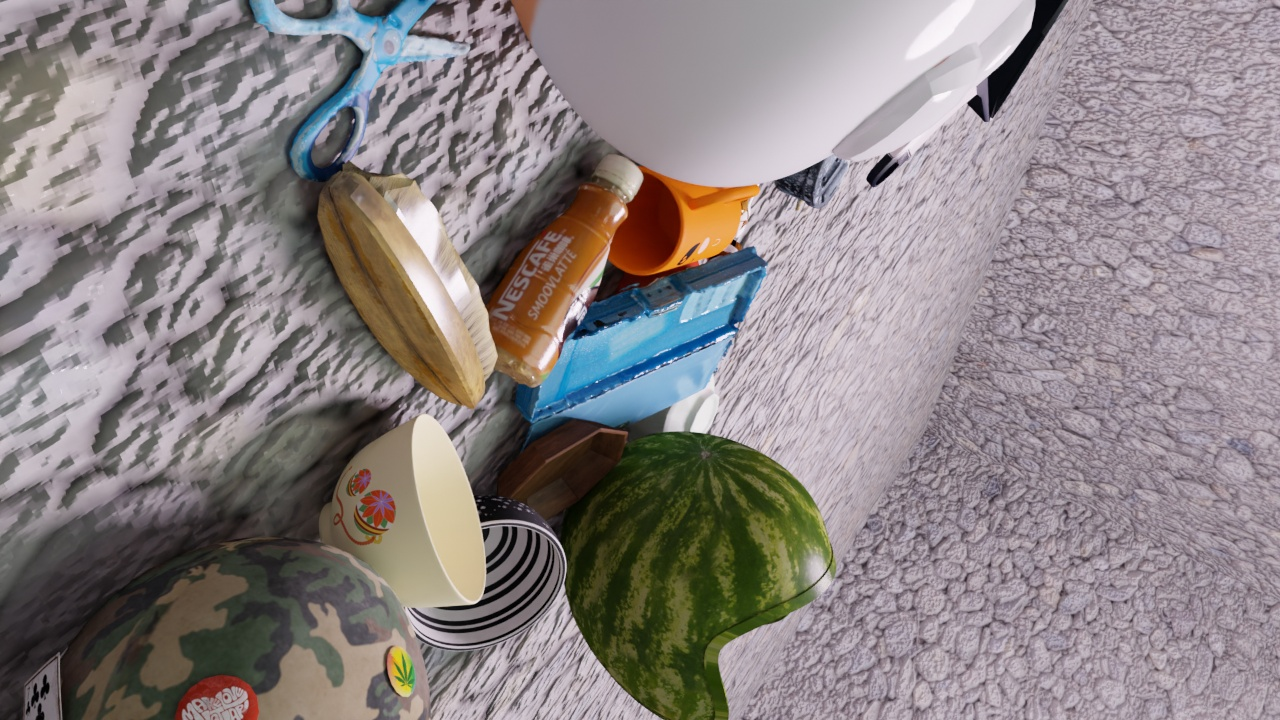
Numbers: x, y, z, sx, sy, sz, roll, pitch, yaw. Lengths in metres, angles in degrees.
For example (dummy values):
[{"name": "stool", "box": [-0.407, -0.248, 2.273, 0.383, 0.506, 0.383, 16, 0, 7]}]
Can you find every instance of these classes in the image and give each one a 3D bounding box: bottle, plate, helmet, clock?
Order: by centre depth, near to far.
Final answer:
[{"name": "helmet", "box": [-0.192, 0.205, 0.429, 0.224, 0.193, 0.236, -7, 95, -78]}, {"name": "bottle", "box": [-0.051, -0.065, 0.617, 0.167, 0.059, 0.059, -60, 157, -13]}, {"name": "plate", "box": [-0.069, 0.090, 0.745, 0.131, 0.025, 0.131, -34, 158, -16]}, {"name": "helmet", "box": [0.043, 0.180, 0.842, 0.212, 0.243, 0.248, -38, 152, -50]}, {"name": "clock", "box": [0.182, -0.215, 0.952, 0.090, 0.052, 0.129, -53, 156, -21]}]

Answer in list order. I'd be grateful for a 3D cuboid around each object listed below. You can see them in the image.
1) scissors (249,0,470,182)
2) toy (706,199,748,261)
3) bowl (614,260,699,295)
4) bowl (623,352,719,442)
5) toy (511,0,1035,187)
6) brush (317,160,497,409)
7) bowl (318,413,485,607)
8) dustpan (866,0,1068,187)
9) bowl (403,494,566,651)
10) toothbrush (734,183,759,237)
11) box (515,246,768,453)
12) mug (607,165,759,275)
[{"name": "scissors", "box": [-0.128, -0.139, 0.437, 0.137, 0.012, 0.127, -26, 137, -57]}, {"name": "toy", "box": [0.065, -0.137, 0.777, 0.113, 0.067, 0.087, 103, -1, -58]}, {"name": "bowl", "box": [0.020, -0.051, 0.810, 0.121, 0.035, 0.122, -46, 152, -34]}, {"name": "bowl", "box": [0.039, 0.046, 0.925, 0.117, 0.061, 0.118, -46, 151, -35]}, {"name": "toy", "box": [0.056, -0.226, 0.414, 0.262, 0.280, 0.267, -41, -175, -38]}, {"name": "brush", "box": [-0.121, -0.035, 0.503, 0.196, 0.059, 0.043, 75, 35, -55]}, {"name": "bowl", "box": [-0.149, 0.099, 0.556, 0.074, 0.117, 0.118, -17, 150, 2]}, {"name": "dustpan", "box": [0.247, -0.239, 0.634, 0.273, 0.080, 0.236, -39, 165, 16]}, {"name": "bowl", "box": [-0.121, 0.144, 0.670, 0.120, 0.066, 0.120, -13, 125, -19]}, {"name": "toothbrush", "box": [0.124, -0.208, 0.886, 0.015, 0.016, 0.187, 4, 109, -65]}, {"name": "box", "box": [-0.005, 0.004, 0.758, 0.230, 0.033, 0.175, -23, 147, -36]}, {"name": "mug", "box": [0.036, -0.113, 0.686, 0.095, 0.113, 0.077, -24, 98, -56]}]
